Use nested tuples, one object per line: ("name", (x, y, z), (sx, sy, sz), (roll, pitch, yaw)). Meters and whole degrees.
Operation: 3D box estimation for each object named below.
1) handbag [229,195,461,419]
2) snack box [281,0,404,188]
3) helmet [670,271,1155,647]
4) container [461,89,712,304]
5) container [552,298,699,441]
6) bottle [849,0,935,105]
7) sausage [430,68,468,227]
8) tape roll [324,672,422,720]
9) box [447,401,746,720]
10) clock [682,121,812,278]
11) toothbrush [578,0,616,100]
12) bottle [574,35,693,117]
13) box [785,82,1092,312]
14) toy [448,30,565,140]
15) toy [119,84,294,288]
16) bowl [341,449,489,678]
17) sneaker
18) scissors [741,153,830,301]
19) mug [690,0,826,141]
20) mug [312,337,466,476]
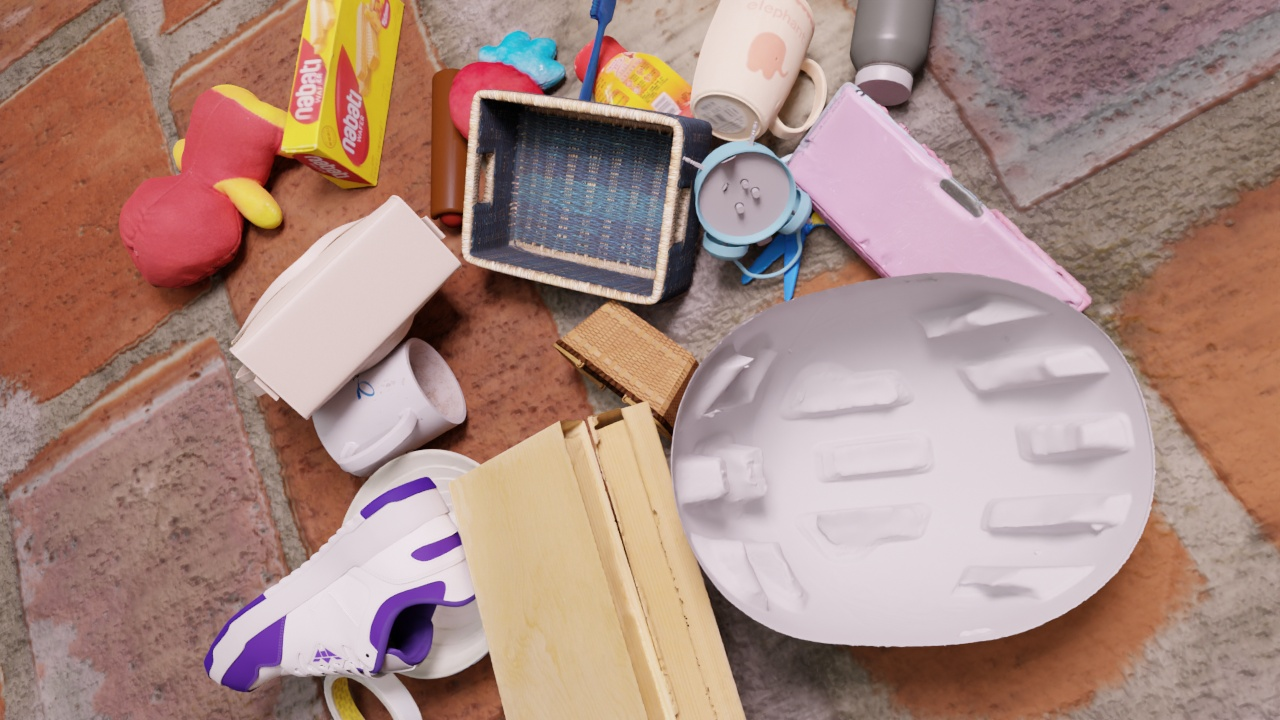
("handbag", (-0.266, -0.048, 0.789), (0.194, 0.101, 0.198), (-48, 24, -16))
("snack box", (-0.281, -0.274, 0.875), (0.042, 0.092, 0.200), (2, 78, 20))
("helmet", (0.167, 0.059, 0.586), (0.283, 0.183, 0.224), (-15, 87, 22))
("container", (-0.045, -0.135, 0.744), (0.187, 0.071, 0.145), (15, 108, 22))
("container", (-0.004, 0.004, 0.731), (0.114, 0.063, 0.061), (36, 84, 23))
("bottle", (0.197, -0.259, 0.719), (0.060, 0.060, 0.108), (7, 80, 21))
("sausage", (-0.173, -0.197, 0.848), (0.040, 0.040, 0.155), (-7, 75, 18))
("tape roll", (-0.213, 0.280, 0.733), (0.094, 0.019, 0.094), (15, 119, 28))
("box", (-0.015, 0.170, 0.629), (0.179, 0.142, 0.248), (-10, 70, -23))
("clock", (0.084, -0.111, 0.689), (0.087, 0.123, 0.042), (-24, 34, 10))
("toothbrush", (-0.052, -0.218, 0.784), (0.017, 0.016, 0.190), (32, 114, 42))
("bottle", (-0.002, -0.226, 0.788), (0.071, 0.048, 0.134), (-46, 67, 9))
("box", (0.206, -0.096, 0.660), (0.099, 0.080, 0.232), (-40, 72, 4))
("toy", (-0.121, -0.244, 0.831), (0.092, 0.062, 0.132), (24, 66, -3))
("toy", (-0.429, -0.169, 0.905), (0.147, 0.099, 0.216), (29, 83, 30))
("bowl", (-0.158, 0.162, 0.745), (0.177, 0.057, 0.176), (-4, 80, 22))
("sneaker", (-0.217, 0.198, 0.691), (0.245, 0.091, 0.111), (-40, 82, 18))
("scissors", (0.118, -0.111, 0.737), (0.131, 0.018, 0.109), (-45, 65, 4))
("mug", (0.098, -0.226, 0.733), (0.111, 0.085, 0.104), (28, 70, -16))
("mug", (-0.212, 0.048, 0.766), (0.096, 0.083, 0.119), (-30, 25, 11))
